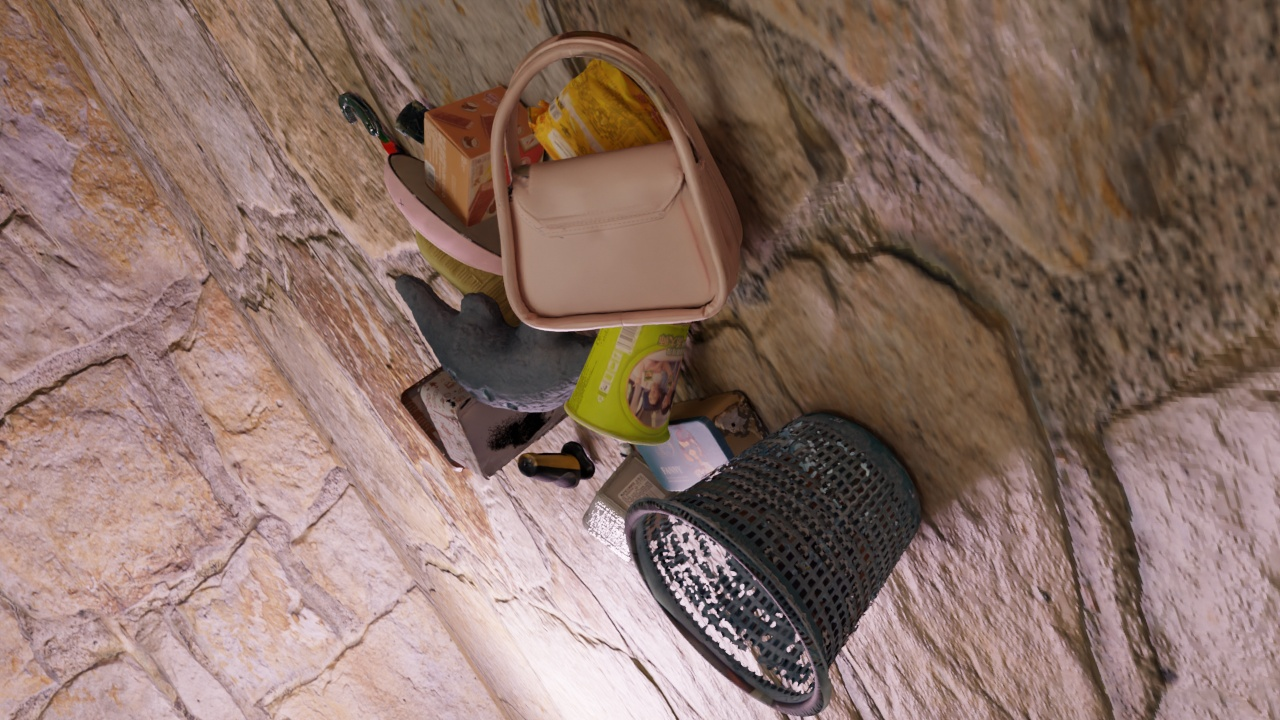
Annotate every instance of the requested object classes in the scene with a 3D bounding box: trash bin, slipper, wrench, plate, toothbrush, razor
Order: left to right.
[{"bbox_3d":[-0.308,-0.253,1.198,0.273,0.016,0.056,48,152,10],"label":"wrench"},{"bbox_3d":[-0.201,-0.151,1.000,0.192,0.039,0.192,37,-166,-11],"label":"plate"},{"bbox_3d":[-0.200,-0.107,1.127,0.190,0.091,0.082,47,155,4],"label":"slipper"},{"bbox_3d":[-0.118,0.140,1.248,0.062,0.067,0.167,3,173,21],"label":"razor"},{"bbox_3d":[0.027,0.124,1.122,0.181,0.015,0.018,10,122,54],"label":"toothbrush"},{"bbox_3d":[0.132,0.158,0.807,0.226,0.194,0.227,38,149,28],"label":"trash bin"}]

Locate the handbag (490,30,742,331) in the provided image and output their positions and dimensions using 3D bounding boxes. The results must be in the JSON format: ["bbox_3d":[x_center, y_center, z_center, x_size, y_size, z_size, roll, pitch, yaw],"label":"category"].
[{"bbox_3d":[-0.029,-0.141,0.733,0.193,0.093,0.234,-6,123,16],"label":"handbag"}]

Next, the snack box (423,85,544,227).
[{"bbox_3d":[-0.157,-0.206,0.926,0.077,0.094,0.093,46,148,21],"label":"snack box"}]

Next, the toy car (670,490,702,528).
[{"bbox_3d":[0.066,0.170,1.092,0.049,0.031,0.106,25,148,10],"label":"toy car"}]

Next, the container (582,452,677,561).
[{"bbox_3d":[-0.011,0.181,1.149,0.090,0.090,0.114,36,153,9],"label":"container"}]

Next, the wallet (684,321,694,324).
[{"bbox_3d":[0.015,-0.104,0.862,0.101,0.032,0.125,32,145,40],"label":"wallet"}]

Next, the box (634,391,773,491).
[{"bbox_3d":[0.061,0.089,0.983,0.090,0.061,0.185,57,151,-6],"label":"box"}]

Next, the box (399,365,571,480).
[{"bbox_3d":[-0.205,0.040,1.209,0.178,0.182,0.153,23,140,39],"label":"box"}]

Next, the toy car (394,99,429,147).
[{"bbox_3d":[-0.245,-0.266,1.061,0.090,0.043,0.034,34,-179,23],"label":"toy car"}]

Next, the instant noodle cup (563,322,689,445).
[{"bbox_3d":[-0.005,0.005,0.910,0.112,0.111,0.123,29,107,39],"label":"instant noodle cup"}]

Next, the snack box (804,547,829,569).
[{"bbox_3d":[0.172,0.216,0.930,0.082,0.091,0.080,26,149,42],"label":"snack box"}]

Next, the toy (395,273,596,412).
[{"bbox_3d":[-0.140,-0.011,1.039,0.357,0.091,0.138,12,100,25],"label":"toy"}]

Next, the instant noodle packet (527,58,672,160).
[{"bbox_3d":[-0.027,-0.191,0.788,0.111,0.044,0.128,-32,97,36],"label":"instant noodle packet"}]
